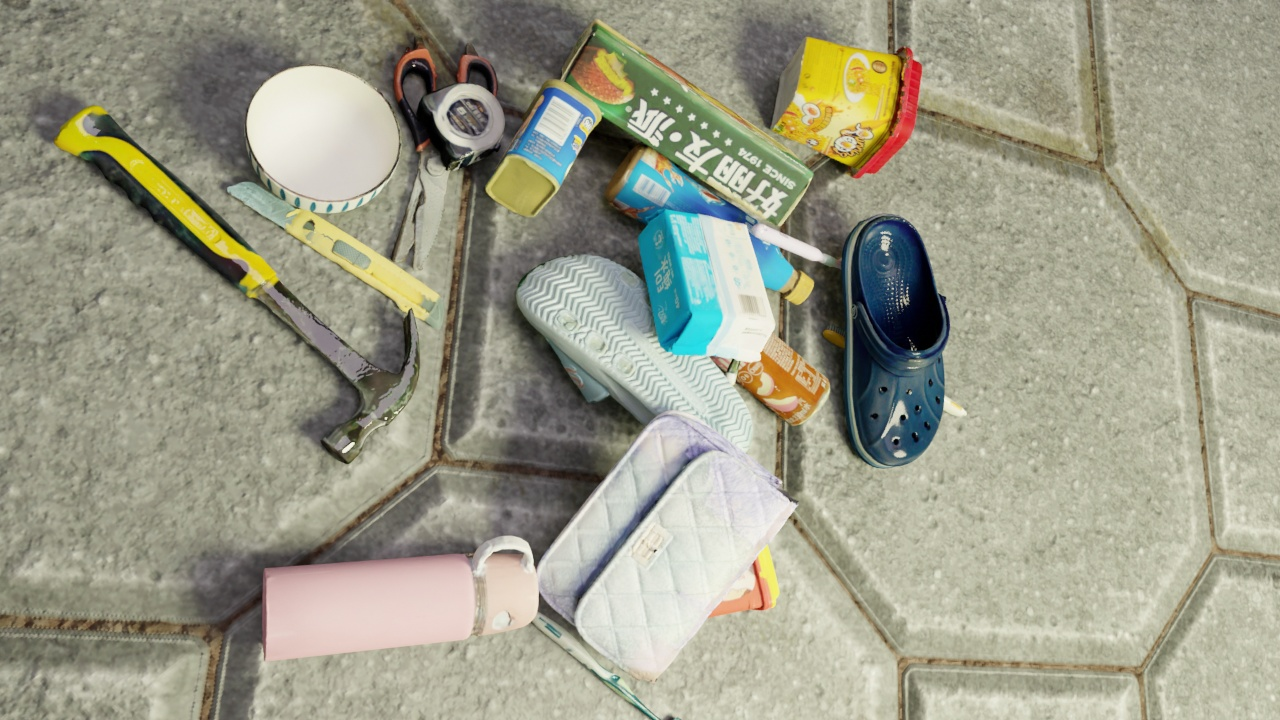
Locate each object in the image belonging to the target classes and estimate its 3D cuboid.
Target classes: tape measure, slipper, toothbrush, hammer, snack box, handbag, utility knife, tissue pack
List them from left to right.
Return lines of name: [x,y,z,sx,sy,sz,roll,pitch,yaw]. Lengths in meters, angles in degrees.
hammer: [-0.305,-0.072,0.715,0.323,0.032,0.125,44,64,-8]
utility knife: [-0.246,-0.089,0.757,0.198,0.021,0.030,32,68,-10]
tape measure: [-0.152,-0.205,0.796,0.065,0.034,0.066,-27,93,-26]
toothbrush: [-0.022,0.265,0.770,0.191,0.016,0.018,43,55,-10]
slipper: [-0.005,0.005,0.805,0.245,0.074,0.103,44,55,-1]
handbag: [0.015,0.144,0.728,0.134,0.075,0.194,37,98,4]
snack box: [0.041,-0.222,0.854,0.240,0.114,0.063,30,109,-15]
tissue pack: [0.053,-0.063,0.787,0.089,0.063,0.140,5,58,-29]
snack box: [0.067,0.177,0.797,0.080,0.082,0.091,-11,81,-16]
toothbrush: [0.075,0.025,0.831,0.017,0.012,0.186,15,97,-3]
toothbrush: [0.164,-0.108,0.895,0.189,0.021,0.029,9,61,-49]
toothbrush: [0.269,0.012,0.960,0.191,0.016,0.018,29,59,-15]
slipper: [0.258,-0.019,0.899,0.105,0.095,0.253,-5,91,-12]

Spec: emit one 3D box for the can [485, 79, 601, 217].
can: [-0.087,-0.181,0.800,0.057,0.102,0.083,31,70,-15]

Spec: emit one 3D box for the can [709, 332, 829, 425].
can: [0.109,-0.002,0.868,0.147,0.058,0.057,39,65,-11]

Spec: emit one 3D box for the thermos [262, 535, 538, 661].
thermos: [-0.176,0.173,0.686,0.198,0.087,0.067,0,33,-22]

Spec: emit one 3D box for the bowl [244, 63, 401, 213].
bowl: [-0.256,-0.170,0.740,0.116,0.066,0.116,6,75,-22]

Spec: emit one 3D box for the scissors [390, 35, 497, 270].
scissors: [-0.190,-0.187,0.803,0.204,0.015,0.197,-39,96,-27]

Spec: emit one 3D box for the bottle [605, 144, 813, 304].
bottle: [0.072,-0.122,0.876,0.218,0.065,0.065,31,67,-15]

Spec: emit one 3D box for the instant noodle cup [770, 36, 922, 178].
instant noodle cup: [0.210,-0.269,0.953,0.123,0.116,0.116,16,71,-8]
